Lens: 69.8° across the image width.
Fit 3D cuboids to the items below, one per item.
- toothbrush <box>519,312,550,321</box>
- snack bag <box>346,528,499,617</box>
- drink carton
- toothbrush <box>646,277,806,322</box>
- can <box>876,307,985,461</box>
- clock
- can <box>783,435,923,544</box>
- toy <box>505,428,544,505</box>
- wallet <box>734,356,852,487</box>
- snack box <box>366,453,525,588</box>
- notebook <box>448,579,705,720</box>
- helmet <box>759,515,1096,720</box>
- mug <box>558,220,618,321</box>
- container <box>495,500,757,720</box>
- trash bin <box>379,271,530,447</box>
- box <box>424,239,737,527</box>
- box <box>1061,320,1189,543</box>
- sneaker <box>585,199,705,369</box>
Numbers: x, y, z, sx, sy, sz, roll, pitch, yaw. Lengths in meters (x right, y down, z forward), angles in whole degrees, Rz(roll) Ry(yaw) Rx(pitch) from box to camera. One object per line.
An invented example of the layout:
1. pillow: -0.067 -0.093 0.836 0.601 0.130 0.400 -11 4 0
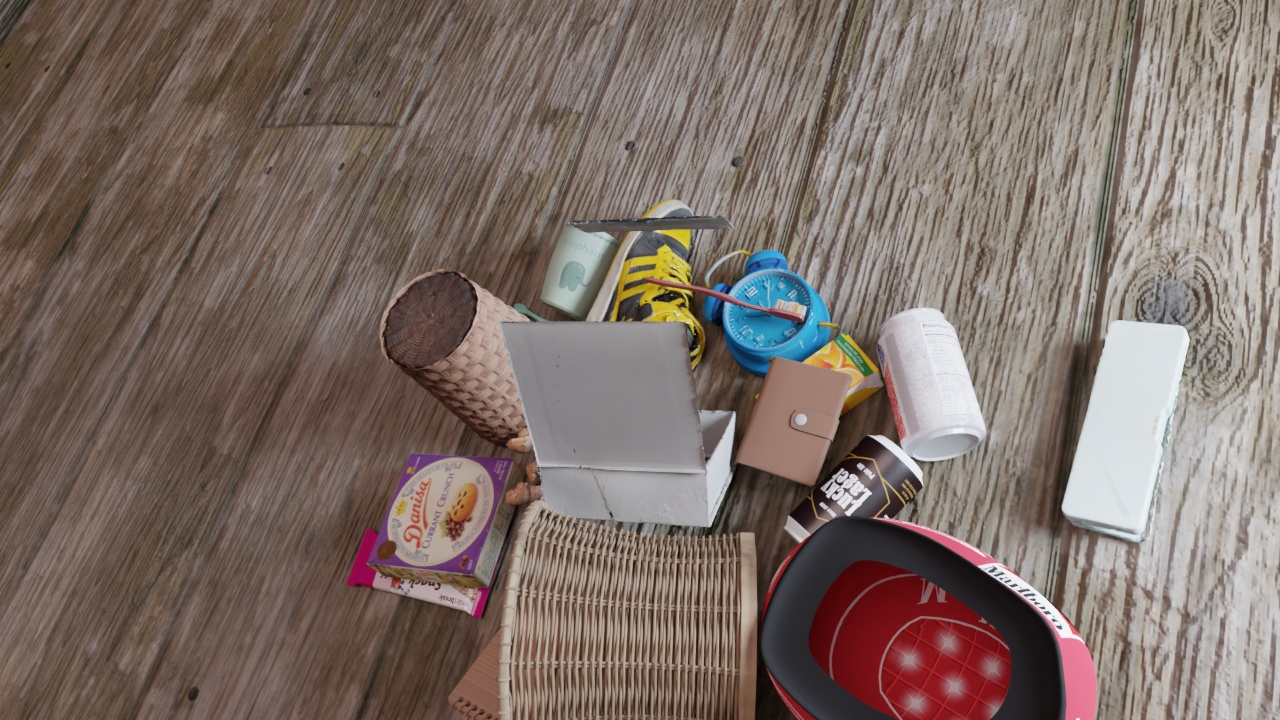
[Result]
1. toothbrush: -0.108 -0.040 1.145 0.135 0.017 0.022 29 78 30
2. snack bag: -0.255 0.244 1.063 0.197 0.016 0.070 6 69 27
3. drink carton: 0.184 0.034 0.957 0.122 0.041 0.058 -36 56 4
4. toothbrush: 0.087 -0.070 0.983 0.184 0.015 0.015 15 70 19
5. can: 0.281 0.023 0.896 0.078 0.078 0.136 -16 59 16
6. clock: 0.134 -0.056 1.012 0.117 0.060 0.161 -41 60 1
7. can: 0.204 0.136 0.877 0.128 0.072 0.072 -45 56 -2
8. toy: -0.094 0.123 1.028 0.106 0.074 0.085 6 98 5
9. wallet: 0.154 0.059 0.923 0.087 0.013 0.120 15 75 26
10. snack box: -0.221 0.181 1.053 0.148 0.040 0.143 0 56 24
11. notebook: -0.065 0.319 0.897 0.211 0.022 0.168 16 50 30
12. helmet: 0.225 0.239 0.720 0.271 0.224 0.197 23 78 45
13. mug: -0.059 -0.100 1.119 0.111 0.084 0.104 23 86 6
14. container: -0.003 0.240 0.794 0.196 0.227 0.226 2 64 5
15. trash bin: -0.179 -0.006 1.040 0.151 0.210 0.151 -10 61 18
16. box: -0.028 0.057 0.811 0.167 0.413 0.149 0 69 16
17. box: 0.435 0.059 0.825 0.085 0.070 0.198 18 74 10
18. sneaker: 0.029 -0.075 1.054 0.122 0.086 0.238 20 78 37
